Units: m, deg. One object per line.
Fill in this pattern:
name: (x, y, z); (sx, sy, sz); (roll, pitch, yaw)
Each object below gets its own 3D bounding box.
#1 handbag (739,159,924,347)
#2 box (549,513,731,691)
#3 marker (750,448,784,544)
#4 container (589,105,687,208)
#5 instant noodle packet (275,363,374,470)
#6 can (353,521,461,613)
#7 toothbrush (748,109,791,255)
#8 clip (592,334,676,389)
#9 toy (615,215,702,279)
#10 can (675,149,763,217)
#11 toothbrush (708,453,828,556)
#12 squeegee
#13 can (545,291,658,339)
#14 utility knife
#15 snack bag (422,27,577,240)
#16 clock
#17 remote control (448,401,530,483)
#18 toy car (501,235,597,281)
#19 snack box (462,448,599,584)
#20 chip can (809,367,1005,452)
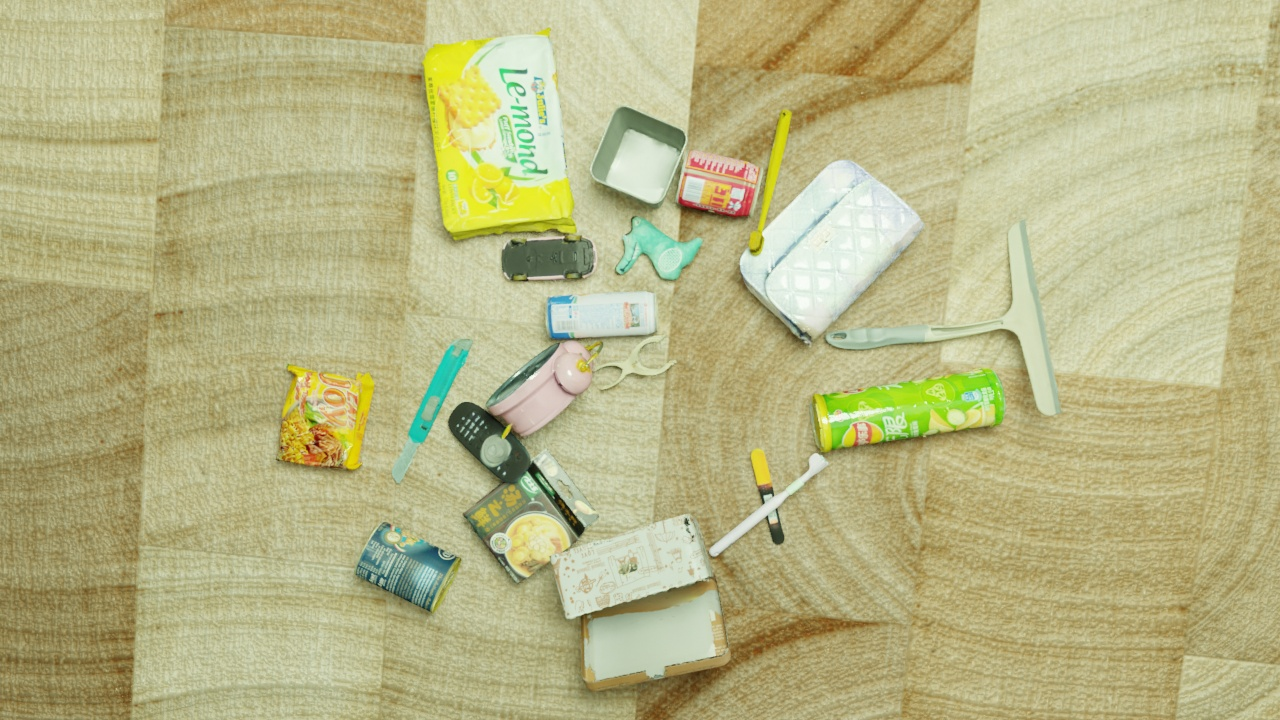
handbag: (0.217, -0.130, 1.077); (0.134, 0.075, 0.194); (44, 94, 12)
box: (0.004, 0.295, 1.090); (0.182, 0.153, 0.178); (-17, 74, 5)
marker: (0.158, 0.169, 1.141); (0.018, 0.015, 0.124); (-14, 96, 6)
container: (0.001, -0.232, 1.071); (0.090, 0.114, 0.090); (24, 95, 2)
instant noodle packet: (-0.398, 0.071, 1.153); (0.111, 0.044, 0.128); (9, 94, -1)
can: (-0.290, 0.257, 1.143); (0.111, 0.075, 0.075); (25, 95, 2)
toothbrush: (0.153, -0.213, 1.081); (0.016, 0.016, 0.190); (7, 73, 25)
clip: (0.001, 0.015, 1.130); (0.105, 0.034, 0.083); (-41, 90, 10)
toy: (0.015, -0.134, 1.122); (0.092, 0.030, 0.096); (39, 103, 5)
can: (0.094, -0.209, 1.091); (0.094, 0.066, 0.066); (12, 94, 3)
toothbrush: (0.153, 0.180, 1.125); (0.189, 0.021, 0.029); (-43, 123, 15)
squeegee: (0.347, -0.035, 1.095); (0.247, 0.039, 0.246); (-7, 66, 15)
can: (-0.046, -0.055, 1.117); (0.134, 0.053, 0.053); (-3, 94, 4)
utility knife: (-0.266, 0.062, 1.158); (0.029, 0.013, 0.207); (26, 95, 2)
snack bag: (-0.167, -0.267, 1.103); (0.158, 0.068, 0.246); (-6, 94, 4)
clock: (-0.108, 0.026, 1.098); (0.158, 0.117, 0.060); (-39, 101, 7)
remote control: (-0.185, 0.101, 1.135); (0.136, 0.024, 0.053); (38, 88, 27)
toy car: (-0.111, -0.125, 1.126); (0.122, 0.037, 0.056); (0, 92, 16)
snack box: (-0.136, 0.195, 1.145); (0.126, 0.053, 0.113); (-38, 91, 10)
chip can: (0.318, 0.059, 1.094); (0.221, 0.072, 0.072); (-9, 93, 3)
